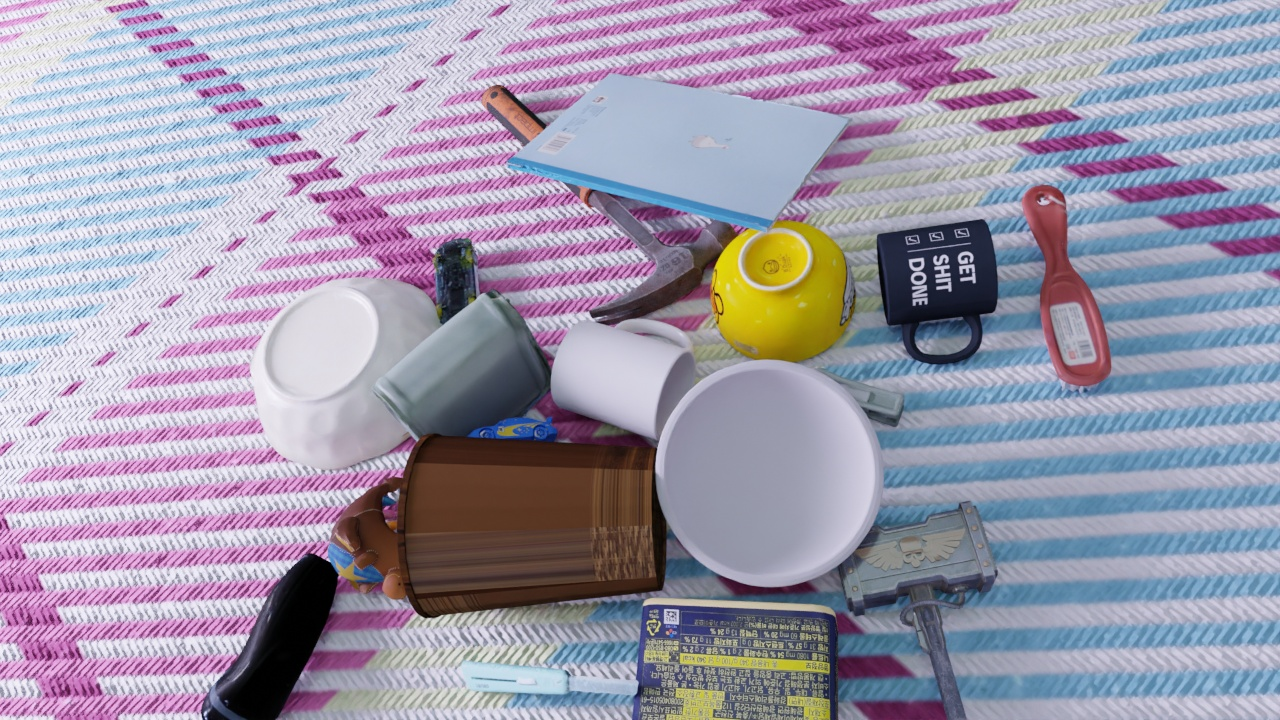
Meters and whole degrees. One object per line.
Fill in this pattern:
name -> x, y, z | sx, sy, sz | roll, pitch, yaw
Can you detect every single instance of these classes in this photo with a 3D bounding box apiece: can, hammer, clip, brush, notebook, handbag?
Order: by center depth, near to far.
hammer -> 0.202, 0.251, 0.559 | 0.098, 0.044, 0.321 | -13, 61, 8
can -> 0.063, 0.216, 0.598 | 0.135, 0.075, 0.104 | -1, 61, 14
brush -> 0.316, -0.055, 0.690 | 0.041, 0.030, 0.172 | -6, 64, 12
clip -> 0.160, 0.028, 0.692 | 0.076, 0.042, 0.023 | 17, 67, 22
handbag -> -0.140, 0.014, 0.730 | 0.121, 0.106, 0.067 | -42, 63, -15
notebook -> 0.033, -0.192, 0.807 | 0.254, 0.009, 0.180 | 19, 49, 25
hammer -> -0.062, -0.156, 0.841 | 0.137, 0.035, 0.314 | -40, 60, -7

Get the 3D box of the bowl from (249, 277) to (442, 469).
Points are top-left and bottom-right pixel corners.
bowl -> -0.265, -0.003, 0.802 | 0.219, 0.060, 0.188 | 14, 69, 20

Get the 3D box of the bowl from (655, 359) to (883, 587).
bowl -> 0.086, 0.076, 0.625 | 0.149, 0.043, 0.149 | -1, 79, 7

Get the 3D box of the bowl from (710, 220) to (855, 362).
bowl -> 0.110, -0.064, 0.728 | 0.117, 0.068, 0.117 | -6, 62, 12

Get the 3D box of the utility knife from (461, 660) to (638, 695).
utility knife -> -0.063, 0.218, 0.627 | 0.166, 0.015, 0.022 | -12, 88, 37

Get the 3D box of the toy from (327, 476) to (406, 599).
toy -> -0.193, 0.138, 0.728 | 0.090, 0.071, 0.102 | 17, 46, 8

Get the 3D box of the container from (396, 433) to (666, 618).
container -> -0.069, 0.116, 0.658 | 0.167, 0.132, 0.132 | -3, 63, 7

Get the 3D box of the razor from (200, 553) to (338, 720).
razor -> -0.280, 0.217, 0.706 | 0.064, 0.053, 0.140 | -10, 49, 47

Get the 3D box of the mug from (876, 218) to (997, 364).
mug -> 0.225, -0.050, 0.697 | 0.077, 0.071, 0.105 | -7, 89, 11

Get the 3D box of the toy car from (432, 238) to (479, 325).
toy car -> -0.163, -0.069, 0.826 | 0.039, 0.027, 0.089 | -15, 62, 10

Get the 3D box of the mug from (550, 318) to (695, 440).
mug -> -0.004, 0.004, 0.730 | 0.090, 0.074, 0.110 | 17, 44, 22

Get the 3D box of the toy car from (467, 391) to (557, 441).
toy car -> -0.099, 0.043, 0.740 | 0.092, 0.033, 0.061 | -2, 59, -21
